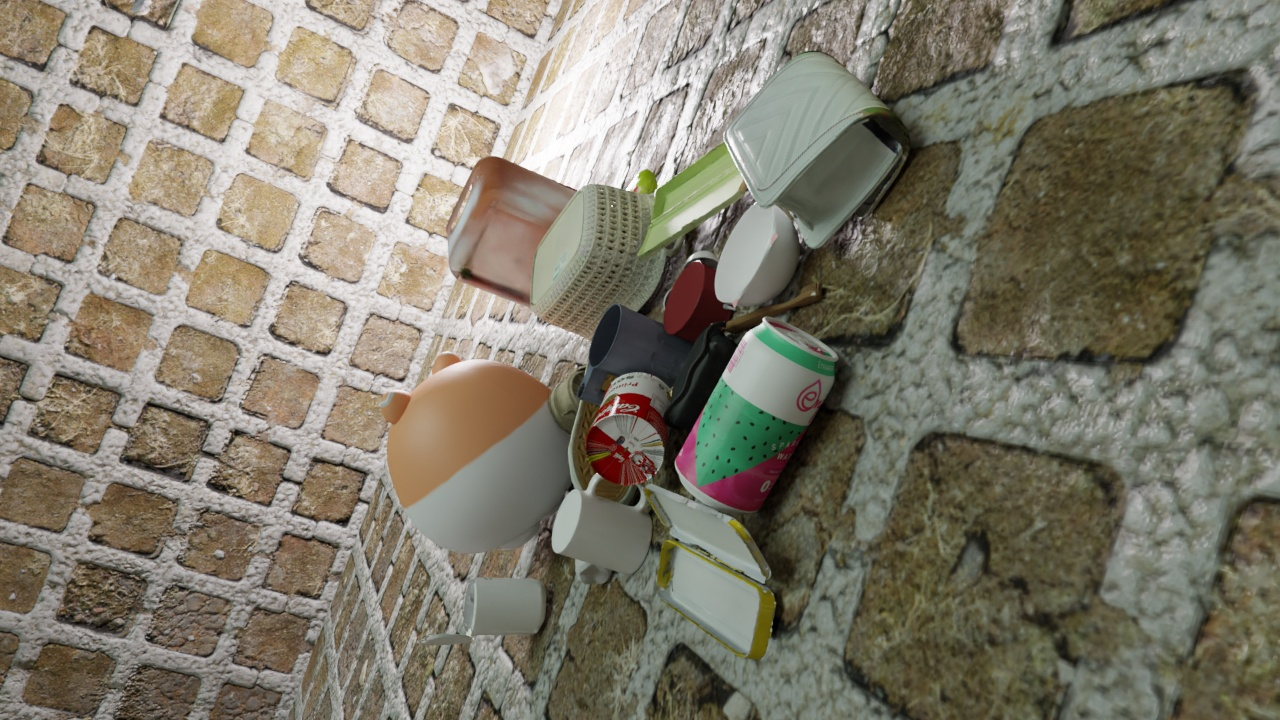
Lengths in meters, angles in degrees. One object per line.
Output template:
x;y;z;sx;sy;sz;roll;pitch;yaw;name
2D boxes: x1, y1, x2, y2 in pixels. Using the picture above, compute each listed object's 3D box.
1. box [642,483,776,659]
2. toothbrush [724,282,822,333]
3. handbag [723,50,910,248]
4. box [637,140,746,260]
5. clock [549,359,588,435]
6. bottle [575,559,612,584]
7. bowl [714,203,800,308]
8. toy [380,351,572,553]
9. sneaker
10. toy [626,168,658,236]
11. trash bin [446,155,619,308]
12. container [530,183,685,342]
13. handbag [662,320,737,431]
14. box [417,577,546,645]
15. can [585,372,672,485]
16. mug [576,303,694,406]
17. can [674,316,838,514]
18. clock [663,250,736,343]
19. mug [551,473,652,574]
0.057;0.184;0.838;0.210;0.045;0.128;-174;73;-69;box
0.134;-0.051;0.943;0.167;0.016;0.016;-23;49;61;toothbrush
0.173;-0.214;0.902;0.142;0.096;0.198;-43;28;21;handbag
0.075;-0.212;1.174;0.188;0.030;0.138;-29;37;41;box
-0.070;0.044;1.258;0.055;0.093;0.140;-43;26;36;clock
-0.059;0.211;1.124;0.044;0.044;0.136;-56;24;30;bottle
0.128;-0.104;0.956;0.115;0.050;0.114;-55;22;35;bowl
-0.228;0.127;1.286;0.267;0.281;0.261;-35;7;39;toy
-0.042;0.093;1.162;0.079;0.087;0.235;85;-174;-56;sneaker
-0.004;-0.241;1.434;0.092;0.043;0.117;-47;31;42;toy
-0.180;-0.196;1.522;0.182;0.259;0.157;-58;25;25;trash bin
-0.059;-0.140;1.330;0.252;0.143;0.184;-43;40;49;container
0.064;0.015;1.001;0.079;0.054;0.129;-109;42;-66;handbag
-0.208;0.333;1.213;0.084;0.165;0.094;143;133;-63;box
-0.009;0.074;1.029;0.087;0.086;0.116;-59;4;23;can
-0.007;0.006;1.109;0.124;0.104;0.084;-68;21;2;mug
0.102;0.051;0.817;0.166;0.088;0.088;-62;21;16;can
0.068;-0.072;1.080;0.096;0.048;0.137;-58;23;25;clock
-0.036;0.177;1.034;0.110;0.090;0.074;-66;20;5;mug
